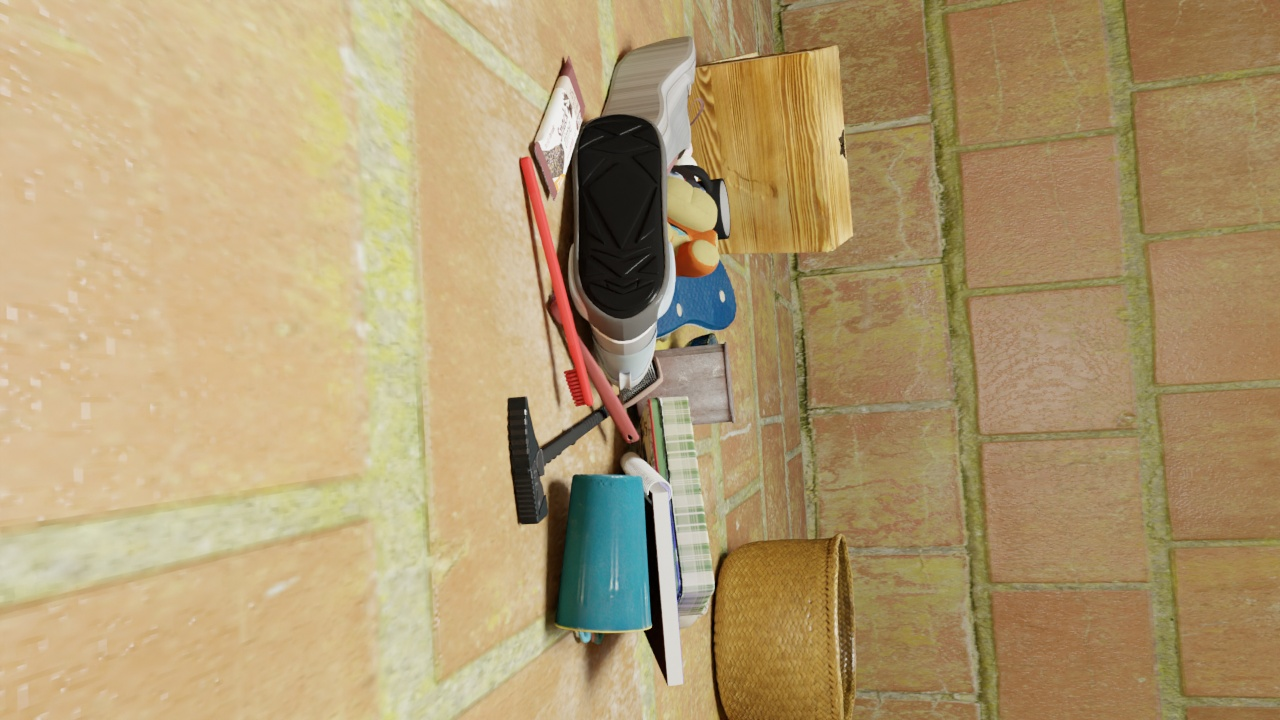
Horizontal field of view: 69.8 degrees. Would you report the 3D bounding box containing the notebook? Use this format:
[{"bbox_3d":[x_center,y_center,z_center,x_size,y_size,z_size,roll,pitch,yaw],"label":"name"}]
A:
[{"bbox_3d":[0.008,0.182,0.861,0.209,0.022,0.171,-172,-103,-82],"label":"notebook"}]

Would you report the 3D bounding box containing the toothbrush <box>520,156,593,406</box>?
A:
[{"bbox_3d":[-0.073,-0.062,0.762,0.012,0.018,0.212,-51,129,-74],"label":"toothbrush"}]

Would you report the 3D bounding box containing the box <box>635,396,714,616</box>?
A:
[{"bbox_3d":[0.032,0.147,0.925,0.118,0.051,0.205,96,-12,-63],"label":"box"}]

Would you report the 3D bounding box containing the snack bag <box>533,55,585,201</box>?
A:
[{"bbox_3d":[-0.071,-0.213,0.831,0.157,0.013,0.057,-79,158,-44],"label":"snack bag"}]

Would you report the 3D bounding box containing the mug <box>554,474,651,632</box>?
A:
[{"bbox_3d":[-0.028,0.154,0.747,0.078,0.078,0.121,30,60,-72],"label":"mug"}]

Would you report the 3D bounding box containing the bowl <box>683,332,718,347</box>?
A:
[{"bbox_3d":[0.070,0.022,1.204,0.114,0.061,0.114,-2,89,-77],"label":"bowl"}]

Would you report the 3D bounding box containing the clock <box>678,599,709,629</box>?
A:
[{"bbox_3d":[0.051,0.263,1.061,0.156,0.061,0.103,-71,152,-61],"label":"clock"}]

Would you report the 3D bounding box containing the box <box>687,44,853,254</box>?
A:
[{"bbox_3d":[0.205,-0.339,1.435,0.335,0.287,0.279,-38,124,-52],"label":"box"}]

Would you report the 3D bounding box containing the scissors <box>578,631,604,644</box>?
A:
[{"bbox_3d":[-0.050,0.184,0.815,0.076,0.015,0.141,14,66,-73],"label":"scissors"}]

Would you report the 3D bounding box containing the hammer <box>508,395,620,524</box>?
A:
[{"bbox_3d":[-0.051,0.053,0.832,0.324,0.015,0.095,-31,115,-74],"label":"hammer"}]

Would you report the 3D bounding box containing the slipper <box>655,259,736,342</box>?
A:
[{"bbox_3d":[0.038,-0.081,1.126,0.294,0.060,0.118,-19,99,-61],"label":"slipper"}]

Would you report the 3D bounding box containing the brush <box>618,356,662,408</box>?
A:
[{"bbox_3d":[-0.006,0.006,0.943,0.015,0.050,0.135,50,10,-19],"label":"brush"}]

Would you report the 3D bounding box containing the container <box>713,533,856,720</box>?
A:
[{"bbox_3d":[0.225,0.423,1.417,0.306,0.197,0.307,-2,89,-75],"label":"container"}]

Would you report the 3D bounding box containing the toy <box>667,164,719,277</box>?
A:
[{"bbox_3d":[0.036,-0.161,1.044,0.096,0.112,0.175,-58,-159,25],"label":"toy"}]

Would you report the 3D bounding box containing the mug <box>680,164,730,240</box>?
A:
[{"bbox_3d":[0.063,-0.204,1.184,0.114,0.088,0.078,69,23,-48],"label":"mug"}]

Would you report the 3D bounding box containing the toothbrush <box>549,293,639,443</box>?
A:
[{"bbox_3d":[-0.040,0.011,0.839,0.016,0.016,0.190,-96,165,-48],"label":"toothbrush"}]

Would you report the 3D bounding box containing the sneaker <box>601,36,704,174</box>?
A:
[{"bbox_3d":[0.019,-0.274,1.030,0.089,0.099,0.235,70,29,-43],"label":"sneaker"}]

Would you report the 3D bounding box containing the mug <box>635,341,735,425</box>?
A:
[{"bbox_3d":[0.051,0.037,1.030,0.123,0.110,0.096,74,17,-57],"label":"mug"}]

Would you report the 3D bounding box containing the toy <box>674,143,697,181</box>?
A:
[{"bbox_3d":[0.063,-0.260,1.303,0.079,0.038,0.123,-29,115,-60],"label":"toy"}]

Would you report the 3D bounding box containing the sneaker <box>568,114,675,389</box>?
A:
[{"bbox_3d":[-0.018,-0.104,0.888,0.161,0.093,0.256,89,-1,-56],"label":"sneaker"}]
